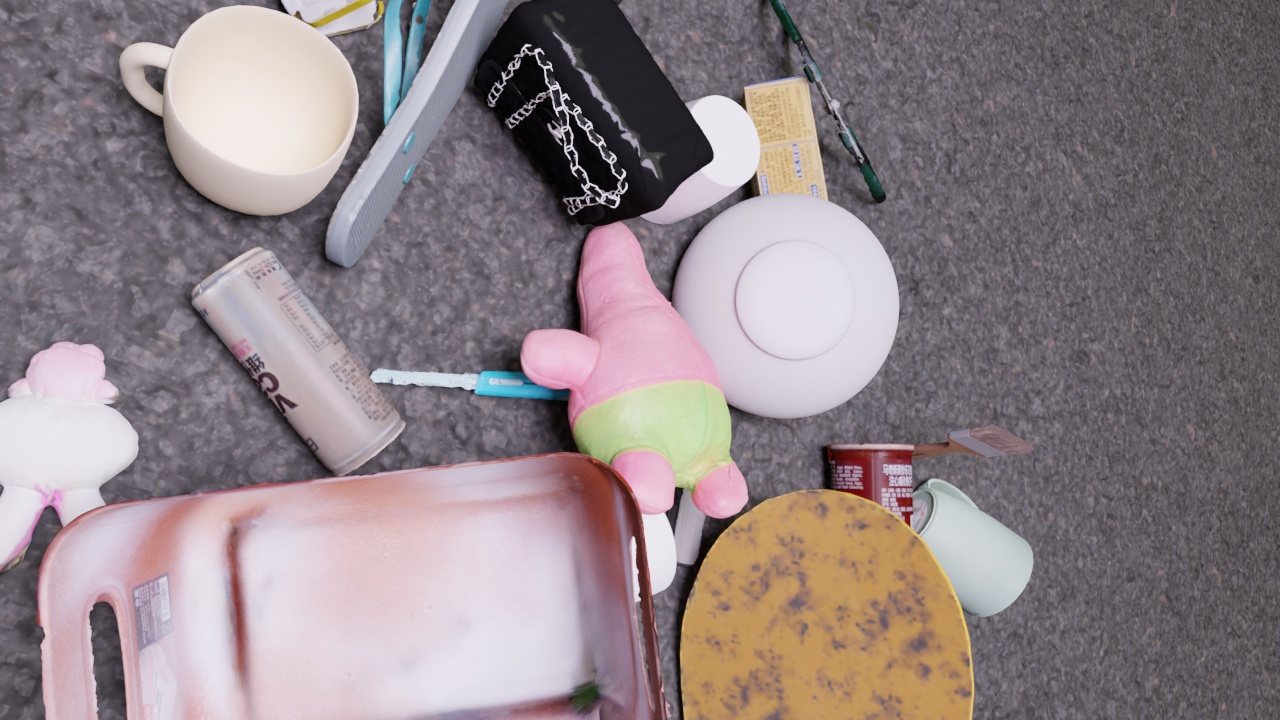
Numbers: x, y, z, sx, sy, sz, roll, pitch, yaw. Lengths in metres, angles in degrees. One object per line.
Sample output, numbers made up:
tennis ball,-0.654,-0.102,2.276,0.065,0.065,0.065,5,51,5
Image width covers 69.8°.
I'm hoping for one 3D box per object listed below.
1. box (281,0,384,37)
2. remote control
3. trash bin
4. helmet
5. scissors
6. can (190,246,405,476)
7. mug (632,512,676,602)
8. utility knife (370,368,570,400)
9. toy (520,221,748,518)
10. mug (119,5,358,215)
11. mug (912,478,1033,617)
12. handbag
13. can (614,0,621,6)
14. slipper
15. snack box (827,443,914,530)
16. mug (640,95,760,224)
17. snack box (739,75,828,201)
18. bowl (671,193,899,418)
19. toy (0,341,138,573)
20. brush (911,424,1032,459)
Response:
box,-0.229,-0.310,0.573,0.067,0.070,0.210,-26,98,-12
remote control,0.043,0.091,0.713,0.033,0.013,0.136,22,71,-30
trash bin,-0.124,0.144,0.466,0.259,0.157,0.181,-7,86,-4
helmet,0.147,0.217,0.678,0.131,0.205,0.255,3,98,-60
scissors,0.168,-0.222,0.803,0.203,0.015,0.201,39,30,-52
can,-0.202,0.001,0.544,0.054,0.054,0.135,-42,107,-29
mug,-0.041,0.133,0.613,0.105,0.082,0.082,-14,91,-34
utility knife,-0.098,0.018,0.630,0.176,0.015,0.022,2,74,-32
toy,-0.004,0.004,0.634,0.191,0.097,0.236,19,47,-48
mug,-0.228,-0.136,0.518,0.120,0.100,0.096,19,71,-23
mug,0.281,0.156,0.824,0.104,0.084,0.111,34,38,-12
handbag,-0.049,-0.156,0.619,0.153,0.125,0.114,50,61,-16
can,-0.049,-0.328,0.684,0.053,0.054,0.137,-14,91,-33
slipper,-0.146,-0.184,0.593,0.055,0.098,0.268,25,78,-4
snack box,0.194,0.131,0.770,0.072,0.072,0.121,4,82,-32
mug,0.048,-0.162,0.704,0.114,0.088,0.081,-37,103,-31
snack box,0.125,-0.123,0.759,0.056,0.057,0.206,-9,89,1
bowl,0.113,-0.043,0.694,0.176,0.066,0.176,0,89,1
toy,-0.306,0.051,0.482,0.079,0.038,0.122,6,81,-19
brush,0.258,0.074,0.775,0.045,0.143,0.008,24,70,-19
